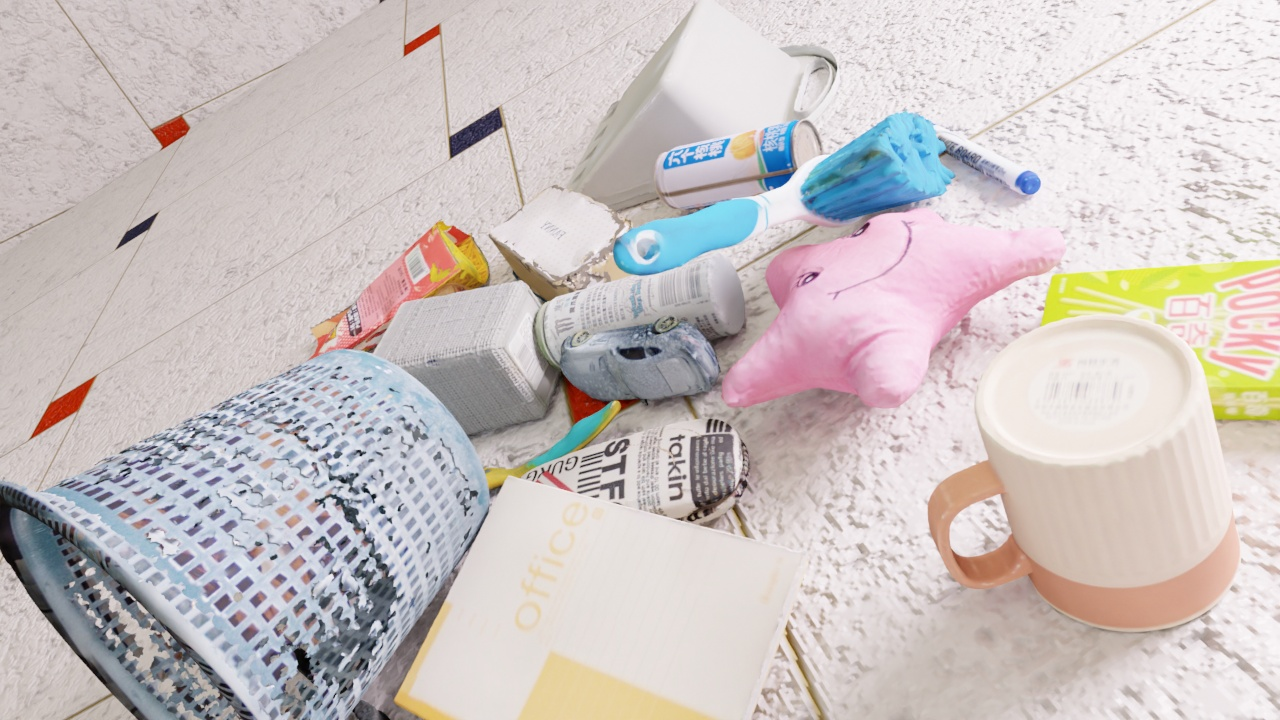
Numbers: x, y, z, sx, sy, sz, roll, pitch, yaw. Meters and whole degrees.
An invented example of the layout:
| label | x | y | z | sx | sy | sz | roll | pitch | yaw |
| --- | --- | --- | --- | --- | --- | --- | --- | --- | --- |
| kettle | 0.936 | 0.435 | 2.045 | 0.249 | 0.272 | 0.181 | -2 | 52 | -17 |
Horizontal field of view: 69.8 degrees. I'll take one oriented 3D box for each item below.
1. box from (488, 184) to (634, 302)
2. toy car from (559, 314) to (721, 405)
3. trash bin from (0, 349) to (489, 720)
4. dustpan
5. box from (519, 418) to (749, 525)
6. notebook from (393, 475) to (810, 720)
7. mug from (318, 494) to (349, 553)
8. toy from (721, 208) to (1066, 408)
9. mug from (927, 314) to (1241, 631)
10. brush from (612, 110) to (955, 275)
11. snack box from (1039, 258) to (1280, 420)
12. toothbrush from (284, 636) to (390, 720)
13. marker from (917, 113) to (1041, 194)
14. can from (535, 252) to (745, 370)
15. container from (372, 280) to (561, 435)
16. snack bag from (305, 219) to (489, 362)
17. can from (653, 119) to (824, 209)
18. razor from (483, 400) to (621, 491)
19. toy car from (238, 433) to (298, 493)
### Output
| label | x | y | z | sx | sy | sz | roll | pitch | yaw |
| --- | --- | --- | --- | --- | --- | --- | --- | --- | --- |
| box | -0.063 | -0.094 | 0.788 | 0.089 | 0.060 | 0.184 | -38 | 33 | -7 |
| toy car | -0.004 | 0.004 | 0.622 | 0.121 | 0.054 | 0.036 | -5 | 42 | 36 |
| trash bin | -0.200 | 0.103 | 0.521 | 0.227 | 0.227 | 0.194 | 0 | 32 | 39 |
| dustpan | 0.056 | -0.226 | 0.893 | 0.259 | 0.142 | 0.222 | -42 | 20 | 46 |
| box | -0.015 | 0.076 | 0.546 | 0.164 | 0.055 | 0.070 | -20 | 59 | 19 |
| notebook | -0.028 | 0.142 | 0.473 | 0.207 | 0.010 | 0.145 | 8 | 63 | 39 |
| mug | -0.206 | 0.091 | 0.669 | 0.112 | 0.082 | 0.106 | 31 | 65 | 21 |
| toy | 0.124 | -0.033 | 0.541 | 0.194 | 0.074 | 0.179 | -38 | 29 | -16 |
| mug | 0.173 | 0.052 | 0.372 | 0.115 | 0.106 | 0.081 | -24 | 35 | 13 |
| brush | 0.103 | -0.099 | 0.547 | 0.110 | 0.060 | 0.313 | -22 | 2 | 32 |
| snack box | 0.273 | -0.010 | 0.436 | 0.157 | 0.026 | 0.085 | -1 | 47 | 38 |
| toothbrush | -0.206 | 0.199 | 0.585 | 0.189 | 0.017 | 0.014 | 9 | 46 | 47 |
| marker | 0.230 | -0.146 | 0.645 | 0.017 | 0.017 | 0.145 | -33 | 34 | 2 |
| can | -0.001 | -0.033 | 0.660 | 0.147 | 0.058 | 0.058 | -13 | 39 | 28 |
| container | -0.126 | 0.000 | 0.699 | 0.114 | 0.090 | 0.090 | -11 | 41 | 25 |
| snack bag | -0.249 | -0.051 | 0.888 | 0.208 | 0.073 | 0.128 | -33 | 27 | 11 |
| can | 0.078 | -0.158 | 0.751 | 0.135 | 0.053 | 0.053 | -3 | 45 | 37 |
| razor | -0.068 | 0.061 | 0.627 | 0.133 | 0.028 | 0.043 | -26 | 4 | 16 |
| toy car | -0.316 | 0.085 | 0.794 | 0.070 | 0.042 | 0.158 | -27 | 32 | 9 |
